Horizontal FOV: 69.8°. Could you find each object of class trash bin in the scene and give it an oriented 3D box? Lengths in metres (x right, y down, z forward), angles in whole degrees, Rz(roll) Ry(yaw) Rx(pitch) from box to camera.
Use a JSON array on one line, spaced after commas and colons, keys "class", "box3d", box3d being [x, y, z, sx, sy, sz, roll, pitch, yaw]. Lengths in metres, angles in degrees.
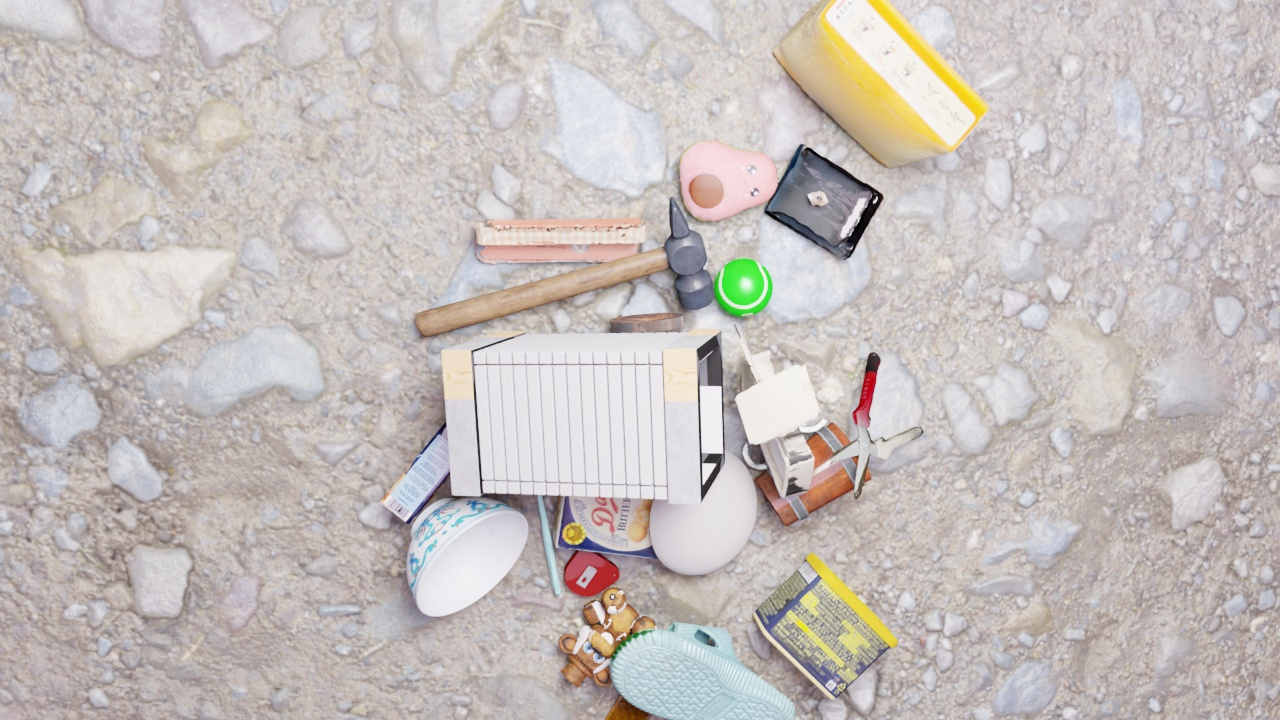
[{"class": "trash bin", "box3d": [-0.051, 0.049, 0.916, 0.247, 0.142, 0.142, 0, 99, 15]}]

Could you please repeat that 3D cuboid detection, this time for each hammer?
[{"class": "hammer", "box3d": [-0.087, -0.079, 0.984, 0.322, 0.040, 0.129, -15, 130, 4]}]

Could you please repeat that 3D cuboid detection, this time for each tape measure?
[{"class": "tape measure", "box3d": [-0.058, 0.249, 1.063, 0.059, 0.019, 0.051, 35, 91, -11]}]

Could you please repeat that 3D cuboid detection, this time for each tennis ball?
[{"class": "tennis ball", "box3d": [0.115, -0.081, 1.022, 0.065, 0.065, 0.065, -1, 97, -8]}]

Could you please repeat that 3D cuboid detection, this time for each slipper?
[{"class": "slipper", "box3d": [0.072, 0.371, 1.066, 0.276, 0.069, 0.116, 35, 108, -28]}]

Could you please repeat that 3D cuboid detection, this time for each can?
[{"class": "can", "box3d": [0.216, 0.315, 1.085, 0.104, 0.075, 0.135, -44, 101, 2]}]

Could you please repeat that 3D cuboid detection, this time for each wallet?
[{"class": "wallet", "box3d": [0.207, -0.179, 1.041, 0.115, 0.026, 0.089, 30, 91, -13]}]

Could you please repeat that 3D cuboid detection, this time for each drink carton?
[{"class": "drink carton", "box3d": [-0.221, 0.110, 0.998, 0.040, 0.064, 0.130, 39, 91, -5]}]

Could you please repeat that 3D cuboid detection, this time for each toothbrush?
[{"class": "toothbrush", "box3d": [-0.113, 0.185, 1.049, 0.016, 0.016, 0.181, -12, 98, -10]}]

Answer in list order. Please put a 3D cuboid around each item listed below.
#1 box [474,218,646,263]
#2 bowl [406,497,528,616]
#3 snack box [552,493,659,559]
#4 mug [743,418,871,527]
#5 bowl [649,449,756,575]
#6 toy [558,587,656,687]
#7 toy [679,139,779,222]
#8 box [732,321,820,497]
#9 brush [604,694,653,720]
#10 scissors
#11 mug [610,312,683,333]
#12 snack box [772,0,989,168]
[{"class": "box", "box3d": [-0.086, -0.128, 0.994, 0.187, 0.056, 0.067, -2, 129, -7]}, {"class": "bowl", "box3d": [-0.201, 0.197, 0.996, 0.074, 0.144, 0.144, 39, 90, 29]}, {"class": "snack box", "box3d": [-0.019, 0.148, 1.044, 0.145, 0.042, 0.144, 8, 95, -10]}, {"class": "mug", "box3d": [0.186, 0.119, 1.060, 0.111, 0.081, 0.117, -33, 77, 1]}, {"class": "bowl", "box3d": [0.082, 0.175, 1.031, 0.149, 0.043, 0.149, -7, 103, -34]}, {"class": "toy", "box3d": [-0.043, 0.323, 1.053, 0.087, 0.067, 0.112, 43, 77, 6]}, {"class": "toy", "box3d": [0.097, -0.200, 1.010, 0.110, 0.051, 0.090, -10, 105, -10]}, {"class": "box", "box3d": [0.128, 0.053, 0.966, 0.080, 0.181, 0.143, -16, 57, -5]}, {"class": "brush", "box3d": [0.001, 0.401, 1.092, 0.048, 0.017, 0.126, 31, 92, -11]}, {"class": "scissors", "box3d": [0.271, 0.077, 1.043, 0.179, 0.015, 0.198, 25, 57, -35]}, {"class": "mug", "box3d": [-0.006, 0.006, 1.018, 0.116, 0.079, 0.107, -1, 100, 20]}, {"class": "snack box", "box3d": [0.244, -0.293, 0.973, 0.195, 0.145, 0.080, 41, 87, -11]}]
